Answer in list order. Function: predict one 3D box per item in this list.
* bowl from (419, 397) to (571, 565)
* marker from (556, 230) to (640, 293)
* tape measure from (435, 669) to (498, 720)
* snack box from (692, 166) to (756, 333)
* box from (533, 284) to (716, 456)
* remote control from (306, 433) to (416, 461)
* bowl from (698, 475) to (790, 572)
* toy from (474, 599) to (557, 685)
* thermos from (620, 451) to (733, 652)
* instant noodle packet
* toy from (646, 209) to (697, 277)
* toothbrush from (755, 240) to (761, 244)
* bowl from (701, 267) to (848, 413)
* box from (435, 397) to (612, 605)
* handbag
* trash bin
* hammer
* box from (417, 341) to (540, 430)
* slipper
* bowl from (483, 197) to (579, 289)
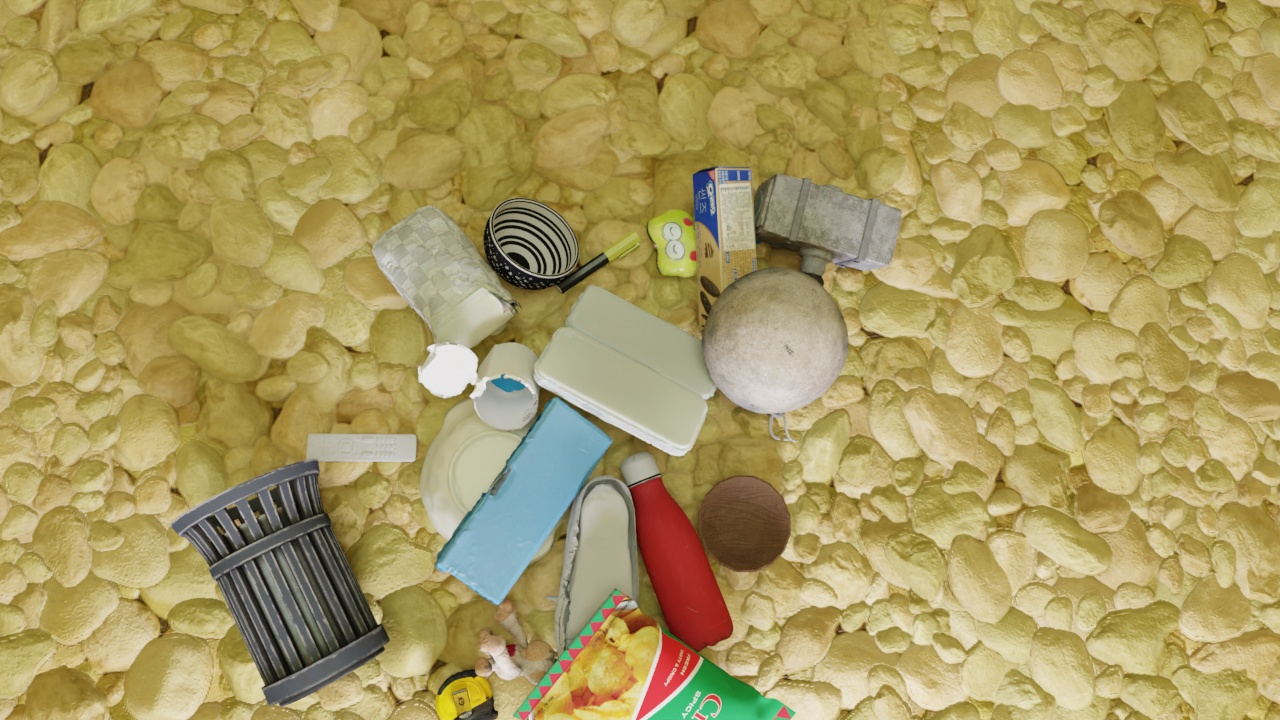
[{"bbox_3d":[-0.173,0.142,1.102,0.188,0.060,0.219,-23,82,-8],"label":"bowl"},{"bbox_3d":[-0.054,-0.125,1.182,0.123,0.017,0.021,-35,83,-8],"label":"marker"},{"bbox_3d":[-0.205,0.394,1.063,0.065,0.037,0.064,-18,81,-7],"label":"tape measure"},{"bbox_3d":[0.106,-0.135,1.144,0.056,0.057,0.207,-6,95,-28],"label":"snack box"},{"bbox_3d":[-0.006,0.006,1.109,0.209,0.037,0.188,29,51,1],"label":"box"},{"bbox_3d":[-0.340,0.107,1.121,0.131,0.012,0.033,1,77,-4],"label":"remote control"},{"bbox_3d":[0.124,0.200,1.123,0.118,0.030,0.117,2,77,-10],"label":"bowl"},{"bbox_3d":[-0.140,0.342,1.059,0.106,0.085,0.074,34,100,-7],"label":"toy"},{"bbox_3d":[0.036,0.224,1.094,0.073,0.073,0.239,-21,81,-8],"label":"thermos"},{"bbox_3d":[0.015,0.398,1.033,0.252,0.090,0.196,36,101,-7],"label":"instant noodle packet"},{"bbox_3d":[0.068,-0.155,1.183,0.115,0.046,0.092,-12,82,-14],"label":"toy"},{"bbox_3d":[0.211,-0.170,1.209,0.166,0.016,0.014,-18,84,-6],"label":"toothbrush"},{"bbox_3d":[0.165,-0.020,1.083,0.178,0.081,0.178,0,94,-3],"label":"bowl"},{"bbox_3d":[-0.134,0.159,1.056,0.093,0.052,0.231,37,78,-13],"label":"box"},{"bbox_3d":[-0.235,-0.096,1.114,0.112,0.123,0.171,-37,88,-1],"label":"handbag"},{"bbox_3d":[-0.390,0.249,1.020,0.164,0.164,0.227,-26,86,-8],"label":"trash bin"},{"bbox_3d":[0.202,-0.061,1.156,0.177,0.079,0.326,14,88,-9],"label":"hammer"},{"bbox_3d":[-0.186,0.011,1.083,0.150,0.106,0.080,35,108,-19],"label":"box"},{"bbox_3d":[-0.055,0.257,1.080,0.112,0.074,0.246,4,89,3],"label":"slipper"},{"bbox_3d":[-0.144,-0.135,1.147,0.120,0.067,0.120,18,52,-24],"label":"bowl"}]
